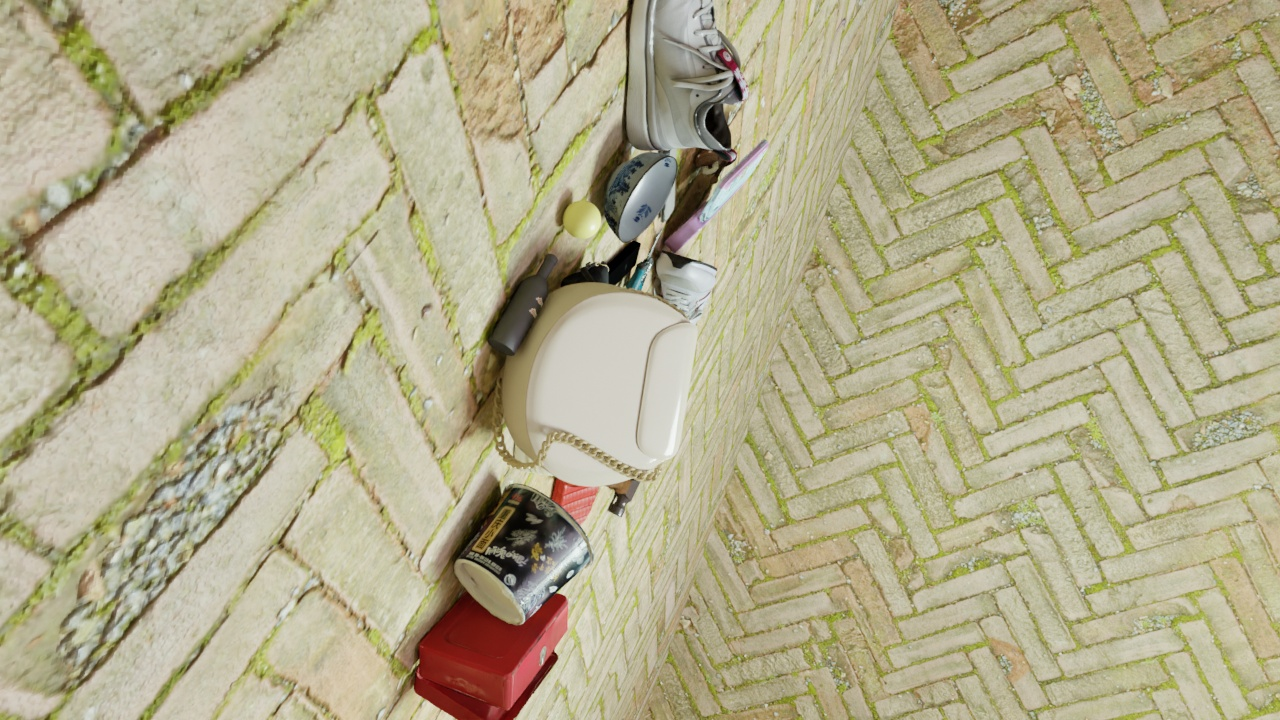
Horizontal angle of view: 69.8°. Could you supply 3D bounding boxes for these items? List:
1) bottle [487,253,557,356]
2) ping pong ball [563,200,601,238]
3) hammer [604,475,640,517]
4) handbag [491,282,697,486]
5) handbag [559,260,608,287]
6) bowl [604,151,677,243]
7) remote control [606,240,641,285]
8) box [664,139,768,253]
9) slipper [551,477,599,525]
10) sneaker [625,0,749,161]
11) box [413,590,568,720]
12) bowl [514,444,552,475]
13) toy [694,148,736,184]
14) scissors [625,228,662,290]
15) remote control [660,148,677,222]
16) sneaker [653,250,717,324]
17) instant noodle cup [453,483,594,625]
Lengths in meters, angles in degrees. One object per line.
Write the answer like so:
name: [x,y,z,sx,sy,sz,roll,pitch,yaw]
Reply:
bottle: [-0.113,-0.060,0.921,0.030,0.030,0.112,78,36,-65]
ping pong ball: [-0.061,-0.148,0.965,0.040,0.040,0.040,22,89,-76]
hammer: [-0.047,0.198,1.532,0.115,0.033,0.323,-65,165,-7]
handbag: [-0.038,0.027,0.975,0.208,0.103,0.211,1,104,-33]
handbag: [-0.062,-0.057,1.064,0.078,0.054,0.129,-48,153,-50]
bowl: [-0.009,-0.196,1.059,0.114,0.045,0.114,-50,164,-19]
remote control: [-0.038,-0.107,1.163,0.149,0.013,0.034,-51,161,-50]
box: [0.120,-0.251,1.385,0.151,0.035,0.213,-49,-179,39]
slipper: [-0.064,0.152,1.285,0.103,0.059,0.249,-8,127,-47]
sneaker: [0.059,-0.331,0.973,0.096,0.129,0.264,-55,159,-44]
box: [-0.172,0.334,1.078,0.157,0.134,0.110,-48,155,-55]
bowl: [-0.086,0.080,1.132,0.150,0.075,0.150,22,89,-76]
toy: [0.110,-0.299,1.371,0.055,0.042,0.101,60,27,-20]
scissors: [-0.006,-0.105,1.246,0.123,0.019,0.148,-58,173,-28]
remote control: [0.036,-0.242,1.243,0.033,0.013,0.137,-60,165,-28]
sneaker: [0.064,-0.089,1.410,0.239,0.089,0.124,9,99,-79]
instant noodle cup: [-0.141,0.229,1.057,0.112,0.137,0.137,-47,156,-33]
